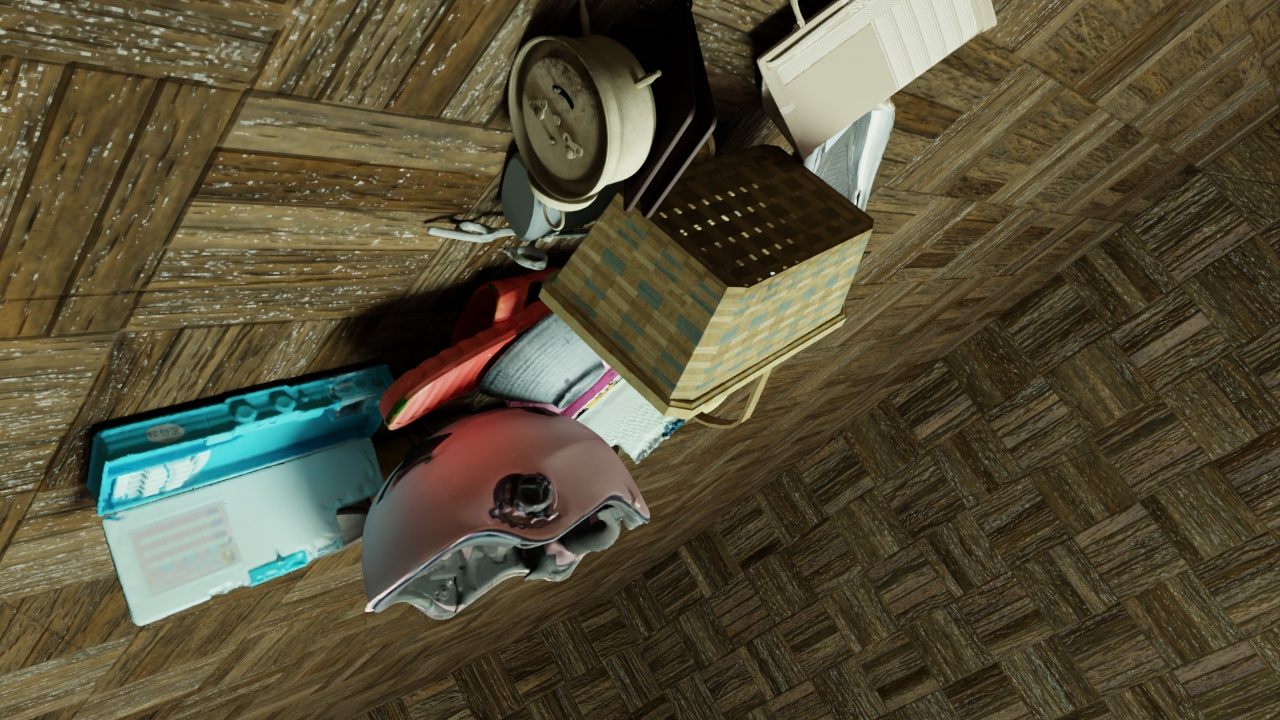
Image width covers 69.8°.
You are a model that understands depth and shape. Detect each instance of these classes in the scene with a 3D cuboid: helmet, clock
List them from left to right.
[{"bbox_3d":[-0.131,0.127,0.807,0.254,0.152,0.231,-15,164,-30],"label":"helmet"},{"bbox_3d":[-0.036,-0.135,0.556,0.054,0.093,0.141,-25,153,-35],"label":"clock"}]

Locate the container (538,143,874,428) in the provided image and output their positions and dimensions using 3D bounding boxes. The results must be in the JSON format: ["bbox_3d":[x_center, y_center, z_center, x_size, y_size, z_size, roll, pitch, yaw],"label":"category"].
[{"bbox_3d":[0.049,-0.045,0.712,0.249,0.157,0.187,-27,153,-45],"label":"container"}]

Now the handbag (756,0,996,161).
[{"bbox_3d":[0.156,-0.252,0.644,0.176,0.062,0.198,-35,158,9],"label":"handbag"}]

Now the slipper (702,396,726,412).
[{"bbox_3d":[0.077,0.030,1.194,0.111,0.079,0.261,-11,178,25],"label":"slipper"}]

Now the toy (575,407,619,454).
[{"bbox_3d":[-0.101,0.120,1.012,0.183,0.159,0.140,-67,177,-50],"label":"toy"}]

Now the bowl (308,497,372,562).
[{"bbox_3d":[-0.325,0.141,0.861,0.145,0.067,0.145,-19,160,-7],"label":"bowl"}]

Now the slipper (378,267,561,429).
[{"bbox_3d":[-0.128,-0.026,0.769,0.248,0.059,0.104,-36,173,-42],"label":"slipper"}]

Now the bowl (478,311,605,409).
[{"bbox_3d":[-0.068,0.004,0.790,0.137,0.057,0.137,-40,174,-6],"label":"bowl"}]

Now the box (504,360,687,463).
[{"bbox_3d":[-0.008,0.001,0.909,0.230,0.160,0.062,-42,-155,3],"label":"box"}]

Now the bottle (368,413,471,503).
[{"bbox_3d":[-0.216,0.101,0.956,0.163,0.071,0.071,-21,160,-31],"label":"bottle"}]

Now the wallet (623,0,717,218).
[{"bbox_3d":[0.013,-0.158,0.569,0.018,0.115,0.092,14,141,-24],"label":"wallet"}]

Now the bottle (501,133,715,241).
[{"bbox_3d":[-0.018,-0.138,0.664,0.161,0.046,0.072,-23,161,-27],"label":"bottle"}]

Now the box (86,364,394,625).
[{"bbox_3d":[-0.312,0.092,0.744,0.226,0.085,0.170,-17,125,-41],"label":"box"}]

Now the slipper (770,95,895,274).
[{"bbox_3d":[0.174,-0.161,0.916,0.111,0.063,0.264,-24,149,-24],"label":"slipper"}]

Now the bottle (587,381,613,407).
[{"bbox_3d":[-0.073,0.009,0.960,0.063,0.063,0.109,-36,148,13],"label":"bottle"}]

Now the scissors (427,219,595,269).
[{"bbox_3d":[-0.086,-0.099,0.695,0.161,0.118,0.014,-72,-178,-65],"label":"scissors"}]
